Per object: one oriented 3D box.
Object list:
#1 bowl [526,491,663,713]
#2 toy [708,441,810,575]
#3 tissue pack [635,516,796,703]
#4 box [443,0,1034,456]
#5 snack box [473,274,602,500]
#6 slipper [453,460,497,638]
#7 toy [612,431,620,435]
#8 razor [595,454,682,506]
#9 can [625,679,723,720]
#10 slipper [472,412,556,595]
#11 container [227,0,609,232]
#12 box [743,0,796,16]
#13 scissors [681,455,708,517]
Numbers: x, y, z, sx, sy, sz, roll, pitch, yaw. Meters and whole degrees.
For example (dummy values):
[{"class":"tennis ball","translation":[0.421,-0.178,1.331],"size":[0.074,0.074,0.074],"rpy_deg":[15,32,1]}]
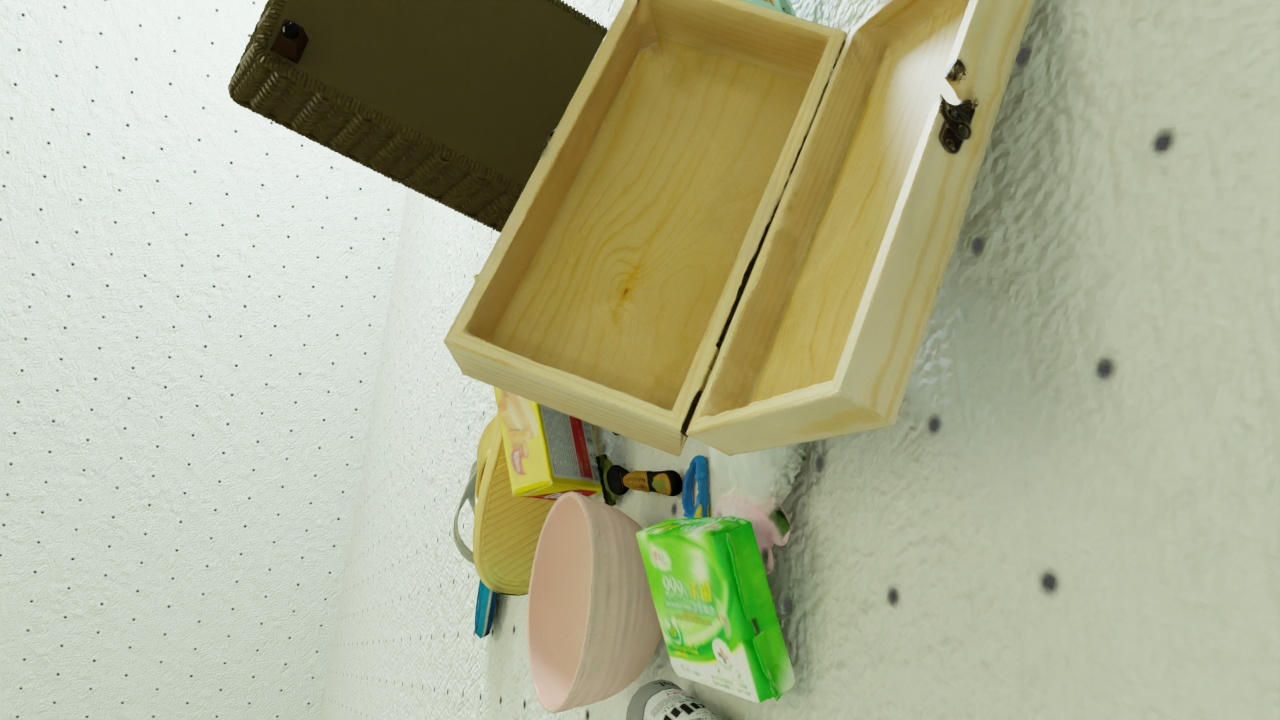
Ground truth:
[{"class":"bowl","translation":[-0.026,0.175,0.664],"size":[0.153,0.076,0.153],"rpy_deg":[-171,91,-69]},{"class":"toy","translation":[0.065,0.067,0.528],"size":[0.096,0.041,0.109],"rpy_deg":[176,96,-66]},{"class":"tissue pack","translation":[0.041,0.139,0.522],"size":[0.114,0.034,0.099],"rpy_deg":[-21,85,63]},{"class":"box","translation":[0.053,-0.082,0.441],"size":[0.253,0.118,0.247],"rpy_deg":[4,63,45]},{"class":"snack box","translation":[-0.087,0.020,0.796],"size":[0.042,0.092,0.200],"rpy_deg":[-20,72,22]},{"class":"slipper","translation":[-0.181,0.176,1.053],"size":[0.118,0.060,0.295],"rpy_deg":[-114,33,-76]},{"class":"toy","translation":[-0.004,0.004,0.717],"size":[0.103,0.050,0.065],"rpy_deg":[-59,26,34]},{"class":"razor","translation":[-0.002,0.094,0.708],"size":[0.144,0.021,0.044],"rpy_deg":[165,94,-68]},{"class":"can","translation":[0.029,0.228,0.551],"size":[0.107,0.044,0.044],"rpy_deg":[177,101,-68]},{"class":"slipper","translation":[-0.101,0.089,0.861],"size":[0.079,0.099,0.263],"rpy_deg":[140,138,-62]},{"class":"container","translation":[-0.151,-0.238,0.767],"size":[0.205,0.320,0.176],"rpy_deg":[11,78,66]},{"class":"box","translation":[0.058,-0.220,0.637],"size":[0.187,0.055,0.138],"rpy_deg":[-132,38,-62]},{"class":"scissors","translation":[0.044,0.120,0.599],"size":[0.127,0.013,0.125],"rpy_deg":[133,141,-60]}]
